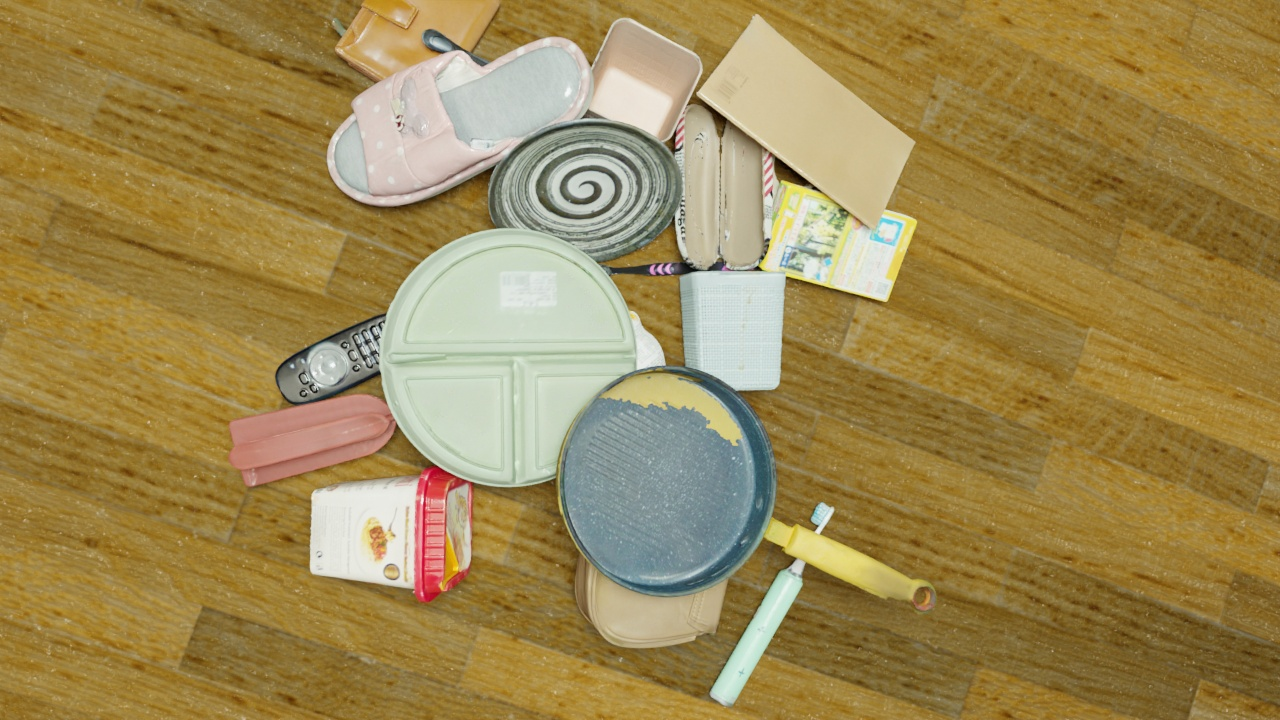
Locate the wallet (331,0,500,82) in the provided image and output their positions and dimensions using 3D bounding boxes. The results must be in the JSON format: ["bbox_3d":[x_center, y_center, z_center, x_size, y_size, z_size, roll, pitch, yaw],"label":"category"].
[{"bbox_3d":[-0.218,-0.321,0.877,0.119,0.035,0.130,31,86,-13],"label":"wallet"}]

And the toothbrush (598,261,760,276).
[{"bbox_3d":[0.033,-0.091,0.912,0.189,0.018,0.014,-3,99,-9],"label":"toothbrush"}]

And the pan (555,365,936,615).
[{"bbox_3d":[0.096,0.138,0.801,0.357,0.078,0.197,27,78,-13],"label":"pan"}]

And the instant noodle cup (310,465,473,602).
[{"bbox_3d":[-0.225,0.153,0.834,0.124,0.116,0.116,0,89,5],"label":"instant noodle cup"}]

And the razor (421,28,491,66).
[{"bbox_3d":[-0.142,-0.278,0.878,0.142,0.022,0.043,22,100,-21],"label":"razor"}]

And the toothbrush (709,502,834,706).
[{"bbox_3d":[0.135,0.243,0.916,0.027,0.026,0.224,30,85,16],"label":"toothbrush"}]

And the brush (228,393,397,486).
[{"bbox_3d":[-0.296,0.069,0.839,0.145,0.069,0.063,-13,96,-8],"label":"brush"}]

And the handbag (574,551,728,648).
[{"bbox_3d":[0.020,0.165,0.870,0.147,0.100,0.204,16,87,-15],"label":"handbag"}]

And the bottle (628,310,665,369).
[{"bbox_3d":[-0.005,0.005,0.882,0.063,0.063,0.108,-38,93,-7],"label":"bottle"}]

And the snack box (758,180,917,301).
[{"bbox_3d":[0.192,-0.117,0.908,0.140,0.033,0.087,12,107,-13],"label":"snack box"}]

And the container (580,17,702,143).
[{"bbox_3d":[-0.006,-0.245,0.861,0.090,0.111,0.090,25,86,-6],"label":"container"}]

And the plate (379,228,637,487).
[{"bbox_3d":[-0.109,-0.001,0.802,0.230,0.027,0.230,-1,93,-19],"label":"plate"}]

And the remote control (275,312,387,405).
[{"bbox_3d":[-0.275,-0.002,0.866,0.136,0.024,0.053,-25,95,-5],"label":"remote control"}]

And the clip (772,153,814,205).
[{"bbox_3d":[0.149,-0.172,0.920,0.098,0.035,0.099,4,93,-6],"label":"clip"}]

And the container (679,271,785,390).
[{"bbox_3d":[0.087,-0.028,0.884,0.090,0.090,0.111,0,92,-7],"label":"container"}]

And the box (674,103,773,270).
[{"bbox_3d":[0.077,-0.169,0.887,0.085,0.075,0.162,0,89,-34],"label":"box"}]

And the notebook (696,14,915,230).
[{"bbox_3d":[0.167,-0.235,0.896,0.211,0.012,0.149,36,54,-6],"label":"notebook"}]

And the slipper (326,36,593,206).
[{"bbox_3d":[-0.171,-0.215,0.816,0.275,0.054,0.114,-14,82,19],"label":"slipper"}]

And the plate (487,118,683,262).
[{"bbox_3d":[-0.050,-0.155,0.843,0.179,0.180,0.024,-3,53,-8],"label":"plate"}]
